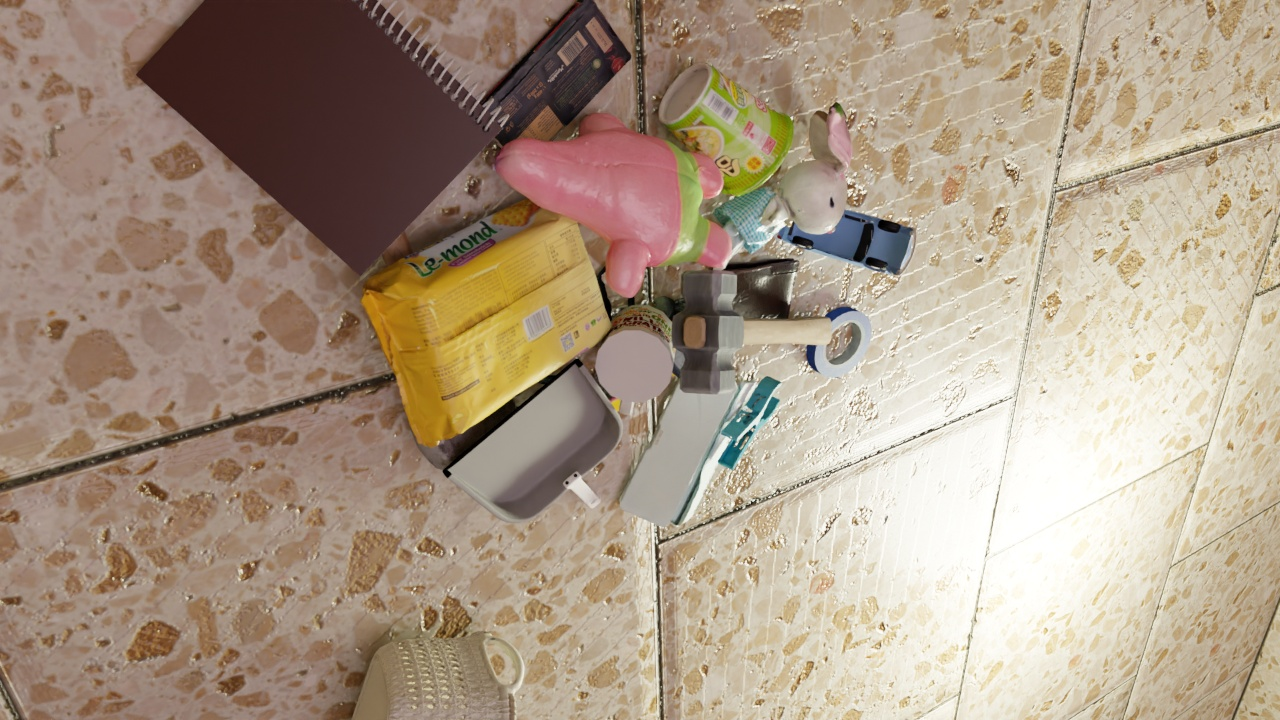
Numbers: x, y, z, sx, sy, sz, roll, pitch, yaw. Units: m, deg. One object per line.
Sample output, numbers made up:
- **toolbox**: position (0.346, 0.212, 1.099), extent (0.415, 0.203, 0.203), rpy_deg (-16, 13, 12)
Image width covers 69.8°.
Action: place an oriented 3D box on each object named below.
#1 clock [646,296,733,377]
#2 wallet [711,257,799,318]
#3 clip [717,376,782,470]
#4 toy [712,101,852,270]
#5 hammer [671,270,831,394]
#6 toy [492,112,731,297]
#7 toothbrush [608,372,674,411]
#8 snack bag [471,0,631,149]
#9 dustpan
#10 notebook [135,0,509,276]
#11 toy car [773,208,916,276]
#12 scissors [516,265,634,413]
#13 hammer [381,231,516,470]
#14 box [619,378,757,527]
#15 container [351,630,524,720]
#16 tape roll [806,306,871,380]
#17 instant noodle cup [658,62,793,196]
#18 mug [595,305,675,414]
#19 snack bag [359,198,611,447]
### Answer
- **clock**: position (0.044, -0.023, 0.997), extent (0.129, 0.052, 0.090), rpy_deg (6, 107, -17)
- **wallet**: position (0.127, -0.066, 1.056), extent (0.119, 0.031, 0.099), rpy_deg (-9, 122, -31)
- **clip**: position (0.133, 0.060, 1.091), extent (0.126, 0.028, 0.113), rpy_deg (-42, 152, -43)
- **toy**: position (0.156, -0.162, 0.963), extent (0.205, 0.131, 0.105), rpy_deg (-45, 94, 6)
- **hammer**: position (0.136, -0.032, 0.996), extent (0.322, 0.051, 0.117), rpy_deg (-3, 95, -57)
- **toy**: position (-0.024, -0.150, 0.822), extent (0.236, 0.191, 0.097), rpy_deg (7, 153, -34)
- **toothbrush**: position (-0.006, 0.034, 1.015), extent (0.135, 0.016, 0.021), rpy_deg (-30, 143, -28)
- **snack bag**: position (-0.079, -0.250, 0.831), extent (0.155, 0.018, 0.074), rpy_deg (-47, 130, -4)
- **dustpan**: position (-0.086, 0.109, 0.958), extent (0.163, 0.033, 0.258), rpy_deg (-40, 155, -6)
- **notebook**: position (-0.232, -0.197, 0.689), extent (0.171, 0.022, 0.209), rpy_deg (-45, 105, 3)
- **toy car**: position (0.229, -0.139, 1.023), extent (0.054, 0.153, 0.056), rpy_deg (-1, 109, -74)
- **scissors**: position (-0.064, 0.004, 0.969), extent (0.203, 0.015, 0.202), rpy_deg (-26, 126, -29)
- **hammer**: position (-0.200, -0.052, 0.825), extent (0.097, 0.052, 0.329), rpy_deg (-38, 124, -36)
- **box**: position (0.061, 0.102, 1.095), extent (0.125, 0.075, 0.197), rpy_deg (9, 110, -56)
- **container**: position (-0.229, 0.415, 0.977), extent (0.142, 0.184, 0.246), rpy_deg (13, 104, -27)
- **tape roll**: position (0.253, -0.023, 1.170), extent (0.091, 0.016, 0.093), rpy_deg (19, 102, -38)
- **instant noodle cup**: position (0.080, -0.232, 0.902), extent (0.108, 0.099, 0.099), rpy_deg (33, 93, -32)
- **mug**: position (-0.005, 0.005, 0.927), extent (0.073, 0.089, 0.105), rpy_deg (12, 110, 1)
- **snack bag**: position (-0.126, -0.040, 0.823), extent (0.246, 0.068, 0.160), rpy_deg (-36, 123, -38)
